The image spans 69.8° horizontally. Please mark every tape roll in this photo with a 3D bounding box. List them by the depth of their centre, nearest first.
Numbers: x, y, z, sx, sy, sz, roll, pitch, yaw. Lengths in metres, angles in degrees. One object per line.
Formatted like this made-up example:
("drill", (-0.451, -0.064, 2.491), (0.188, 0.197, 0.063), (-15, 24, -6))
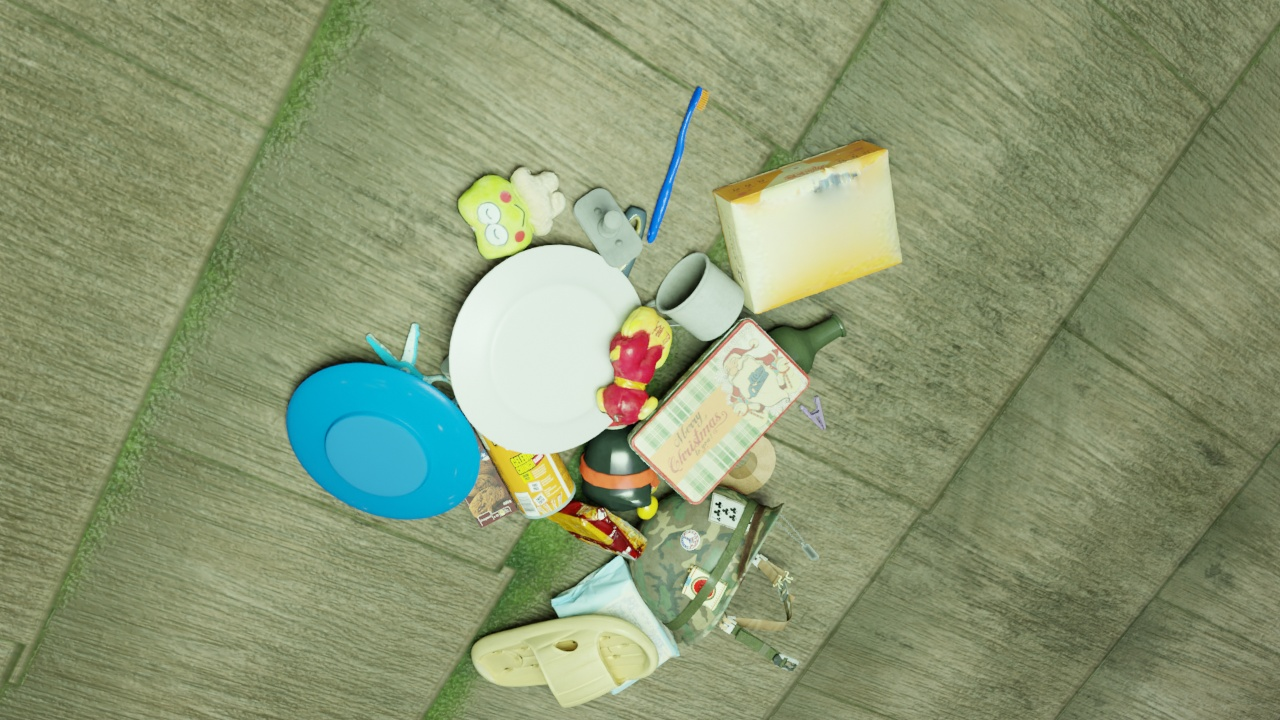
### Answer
("tape roll", (0.128, 0.130, 1.203), (0.094, 0.027, 0.094), (-5, 113, -13))

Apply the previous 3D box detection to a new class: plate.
("plate", (-0.293, 0.102, 1.030), (0.224, 0.024, 0.225), (4, 124, 6))
("plate", (-0.095, -0.008, 1.031), (0.242, 0.016, 0.243), (-9, 108, -27))

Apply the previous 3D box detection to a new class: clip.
("clip", (0.227, 0.071, 1.214), (0.046, 0.014, 0.050), (-6, 111, -13))

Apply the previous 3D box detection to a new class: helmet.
("helmet", (0.108, 0.262, 1.150), (0.225, 0.192, 0.236), (-41, 87, 23))

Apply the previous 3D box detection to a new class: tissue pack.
("tissue pack", (-0.034, 0.352, 1.230), (0.112, 0.070, 0.182), (-30, 114, -1))

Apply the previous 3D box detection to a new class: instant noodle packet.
("instant noodle packet", (-0.058, 0.204, 1.130), (0.098, 0.136, 0.039), (35, 72, -26))

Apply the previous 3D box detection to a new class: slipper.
("slipper", (-0.108, 0.388, 1.164), (0.262, 0.079, 0.111), (-12, 116, 22))

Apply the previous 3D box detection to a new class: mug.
("mug", (0.060, -0.067, 1.080), (0.070, 0.084, 0.113), (36, 128, -27))

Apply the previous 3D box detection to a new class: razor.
("razor", (-0.032, -0.145, 0.982), (0.047, 0.116, 0.088), (-35, 96, -2))

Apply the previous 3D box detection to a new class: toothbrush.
("toothbrush", (0.041, -0.219, 1.040), (0.018, 0.016, 0.183), (11, 109, -24))

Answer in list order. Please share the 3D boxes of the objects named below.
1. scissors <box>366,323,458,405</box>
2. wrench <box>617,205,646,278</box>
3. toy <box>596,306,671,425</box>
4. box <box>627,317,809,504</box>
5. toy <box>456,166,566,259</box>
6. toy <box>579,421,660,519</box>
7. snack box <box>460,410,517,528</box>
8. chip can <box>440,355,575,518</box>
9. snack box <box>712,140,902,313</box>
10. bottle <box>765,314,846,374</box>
("scissors", (-0.277, 0.024, 1.059), (0.134, 0.012, 0.134), (-38, 119, 4))
("wrench", (-0.050, -0.051, 1.082), (0.073, 0.022, 0.274), (17, 107, -19))
("toy", (-0.006, 0.006, 1.039), (0.105, 0.067, 0.137), (19, 87, -56))
("box", (0.091, 0.058, 1.068), (0.205, 0.050, 0.117), (-45, 96, -2))
("toy", (-0.136, -0.165, 1.000), (0.115, 0.046, 0.092), (-28, 114, -11))
("toy", (-0.025, 0.124, 1.121), (0.100, 0.097, 0.119), (2, 113, 1))
("snack box", (-0.203, 0.132, 1.112), (0.051, 0.031, 0.141), (-25, 116, -4))
("chip can", (-0.152, 0.081, 1.080), (0.075, 0.075, 0.215), (-26, 116, -4))
("snack box", (0.200, -0.155, 1.073), (0.195, 0.080, 0.145), (-20, 116, -6))
("bottle", (0.157, 0.005, 1.134), (0.207, 0.071, 0.071), (-29, 116, -2))
